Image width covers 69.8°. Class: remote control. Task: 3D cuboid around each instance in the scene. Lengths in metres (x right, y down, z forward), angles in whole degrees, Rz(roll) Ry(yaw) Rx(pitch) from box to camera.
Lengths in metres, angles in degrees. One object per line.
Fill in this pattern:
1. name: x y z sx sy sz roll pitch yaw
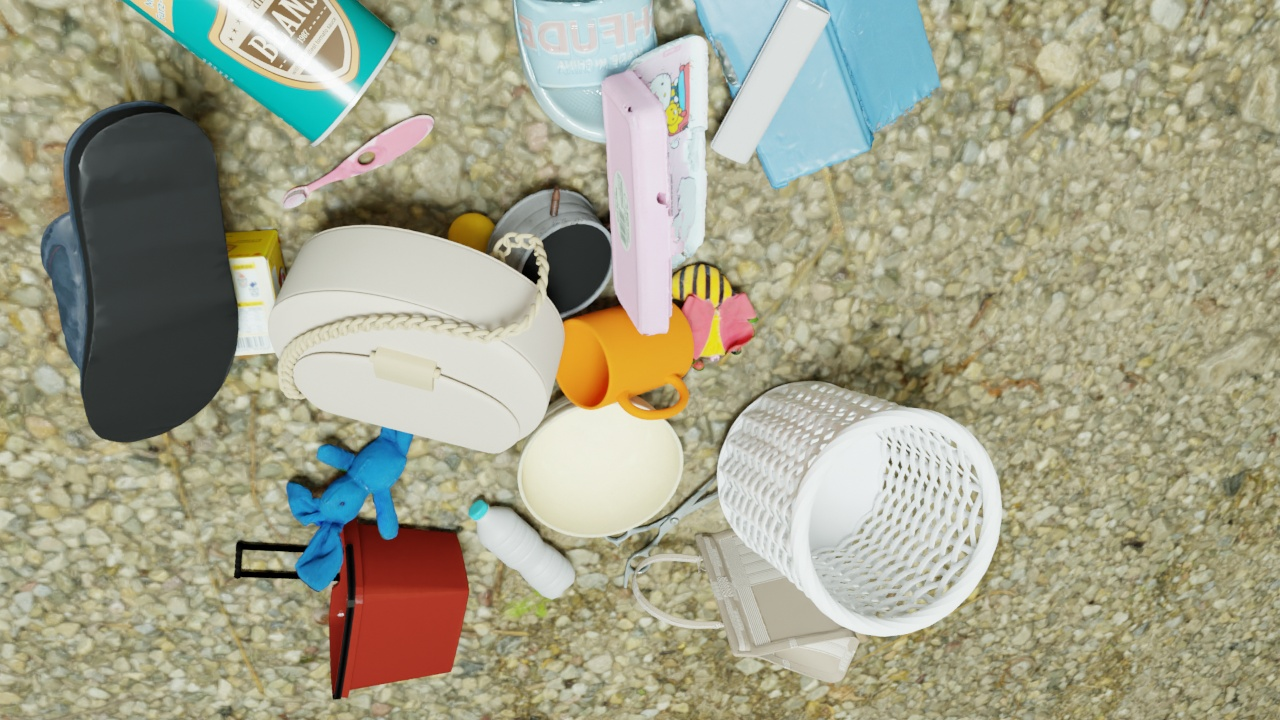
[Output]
1. remote control: 0.097 -0.209 0.695 0.033 0.012 0.131 21 125 -12

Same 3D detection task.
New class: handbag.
1. handbag: 0.089 0.227 0.910 0.197 0.175 0.062 6 119 -14
2. handbag: -0.167 -0.017 0.706 0.210 0.103 0.209 15 148 -5

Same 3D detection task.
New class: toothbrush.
1. toothbrush: -0.217 -0.152 0.704 0.135 0.016 0.021 -28 122 5

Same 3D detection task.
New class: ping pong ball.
1. ping pong ball: -0.135 -0.099 0.740 0.040 0.040 0.040 -6 121 -10

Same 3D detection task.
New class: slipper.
1. slipper: -0.346 -0.063 0.628 0.108 0.083 0.266 -26 145 -43
2. slipper: -0.044 -0.267 0.641 0.104 0.074 0.246 -14 121 -4

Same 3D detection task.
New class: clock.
1. clock: -0.077 -0.073 0.747 0.103 0.056 0.148 9 118 -45

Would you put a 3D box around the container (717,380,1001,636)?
1. container: 0.186 0.121 0.826 0.189 0.187 0.189 -2 98 -15

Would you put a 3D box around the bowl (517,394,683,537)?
1. bowl: -0.041 0.082 0.849 0.150 0.075 0.151 -6 122 -10

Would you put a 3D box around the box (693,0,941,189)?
1. box: 0.134 -0.264 0.695 0.175 0.060 0.232 -29 121 4

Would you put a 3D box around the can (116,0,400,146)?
1. can: -0.248 -0.227 0.603 0.144 0.099 0.099 37 106 -29

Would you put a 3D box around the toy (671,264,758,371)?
1. toy: 0.061 -0.037 0.822 0.084 0.046 0.103 -16 119 13

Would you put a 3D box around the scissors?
1. scissors: 0.031 0.179 0.960 0.153 0.014 0.131 -13 122 -1

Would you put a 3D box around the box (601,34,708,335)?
1. box: 0.026 -0.130 0.697 0.101 0.111 0.202 -18 136 -15

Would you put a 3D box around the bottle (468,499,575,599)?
1. bottle: -0.120 0.185 0.911 0.044 0.044 0.136 -35 121 9

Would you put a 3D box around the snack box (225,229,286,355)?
1. snack box: -0.333 -0.050 0.711 0.105 0.061 0.084 -5 120 -10

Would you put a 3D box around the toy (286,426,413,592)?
1. toy: -0.259 0.105 0.819 0.176 0.113 0.071 -56 155 -2

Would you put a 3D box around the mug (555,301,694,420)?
1. mug: -0.005 0.004 0.770 0.095 0.112 0.078 -18 147 -40

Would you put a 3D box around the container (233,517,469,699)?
1. container: -0.275 0.228 0.861 0.200 0.127 0.148 4 119 -23
